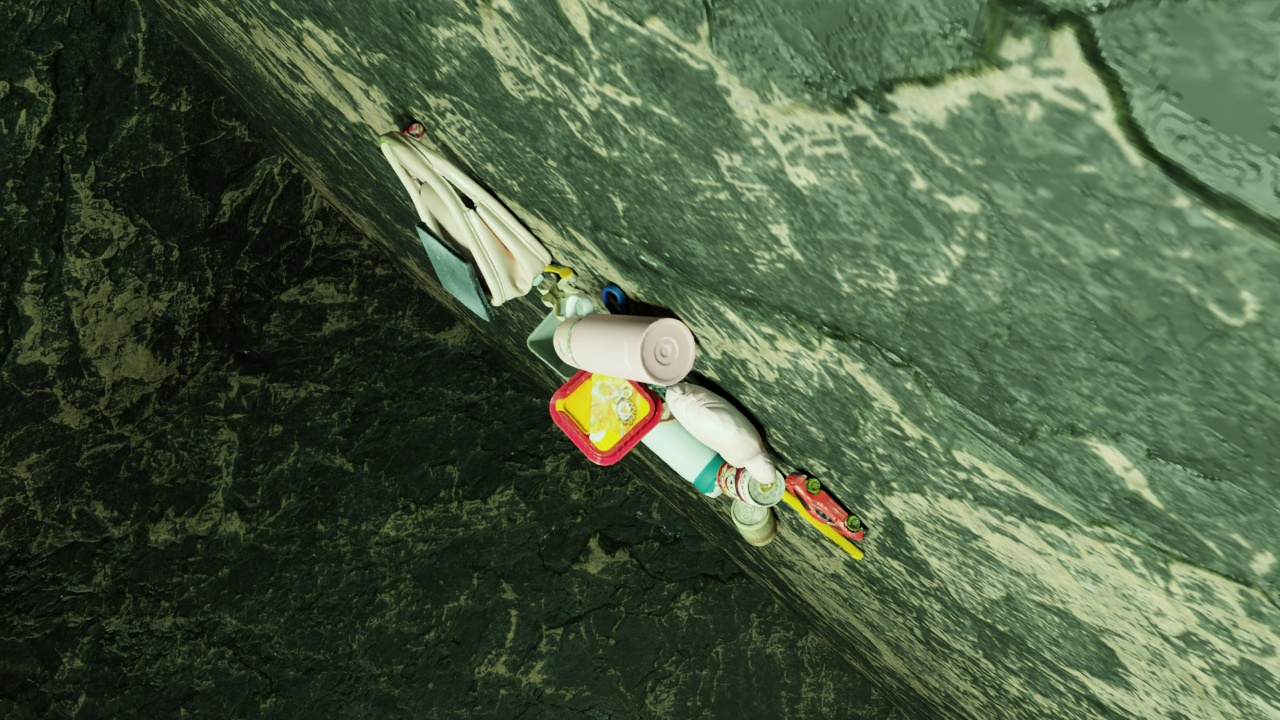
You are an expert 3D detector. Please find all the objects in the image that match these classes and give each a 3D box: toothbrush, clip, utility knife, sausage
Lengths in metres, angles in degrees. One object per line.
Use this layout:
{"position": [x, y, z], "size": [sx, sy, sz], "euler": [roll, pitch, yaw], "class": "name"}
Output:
{"position": [-0.118, -0.116, 1.144], "size": [0.018, 0.016, 0.191], "euler": [38, 174, -28], "class": "toothbrush"}
{"position": [-0.111, -0.074, 1.138], "size": [0.035, 0.083, 0.105], "euler": [47, 159, -29], "class": "clip"}
{"position": [0.221, 0.204, 1.172], "size": [0.154, 0.015, 0.033], "euler": [38, 173, 25], "class": "utility knife"}
{"position": [-0.276, -0.268, 1.100], "size": [0.020, 0.020, 0.156], "euler": [46, 170, -21], "class": "sausage"}

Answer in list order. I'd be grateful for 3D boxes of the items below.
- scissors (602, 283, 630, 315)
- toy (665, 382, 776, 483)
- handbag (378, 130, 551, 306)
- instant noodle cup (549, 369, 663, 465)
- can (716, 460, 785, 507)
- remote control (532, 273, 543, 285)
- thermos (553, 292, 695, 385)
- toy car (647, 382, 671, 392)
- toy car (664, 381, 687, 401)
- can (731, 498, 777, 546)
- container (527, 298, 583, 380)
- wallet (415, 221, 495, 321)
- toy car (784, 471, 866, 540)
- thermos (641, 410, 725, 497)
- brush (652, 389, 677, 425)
{"position": [-0.004, -0.023, 1.015], "size": [0.175, 0.012, 0.162], "euler": [20, 149, 47], "class": "scissors"}
{"position": [0.093, 0.081, 1.029], "size": [0.121, 0.054, 0.159], "euler": [30, 166, 48], "class": "toy"}
{"position": [-0.226, -0.182, 1.106], "size": [0.234, 0.093, 0.193], "euler": [54, 166, -31], "class": "handbag"}
{"position": [-0.041, 0.067, 1.173], "size": [0.116, 0.116, 0.124], "euler": [46, 174, 8], "class": "instant noodle cup"}
{"position": [0.140, 0.155, 1.174], "size": [0.053, 0.053, 0.133], "euler": [44, 171, -6], "class": "can"}
{"position": [-0.177, -0.132, 1.303], "size": [0.058, 0.021, 0.150], "euler": [45, 171, -17], "class": "remote control"}
{"position": [-0.025, -0.025, 0.951], "size": [0.199, 0.067, 0.087], "euler": [11, 111, 59], "class": "thermos"}
{"position": [-0.001, -0.003, 1.106], "size": [0.105, 0.031, 0.049], "euler": [44, 168, 4], "class": "toy car"}
{"position": [0.059, 0.056, 1.117], "size": [0.042, 0.035, 0.090], "euler": [41, 171, 23], "class": "toy car"}
{"position": [0.177, 0.246, 1.421], "size": [0.058, 0.058, 0.116], "euler": [38, 170, 27], "class": "can"}
{"position": [-0.079, -0.011, 1.235], "size": [0.090, 0.090, 0.114], "euler": [39, 173, 24], "class": "container"}
{"position": [-0.224, -0.107, 1.109], "size": [0.121, 0.019, 0.097], "euler": [37, 157, 38], "class": "wallet"}
{"position": [0.205, 0.165, 1.018], "size": [0.106, 0.031, 0.049], "euler": [41, 172, -4], "class": "toy car"}
{"position": [0.044, 0.110, 1.347], "size": [0.224, 0.073, 0.073], "euler": [40, 171, 13], "class": "thermos"}
{"position": [-0.018, 0.068, 1.284], "size": [0.146, 0.063, 0.073], "euler": [-10, 112, 33], "class": "brush"}
